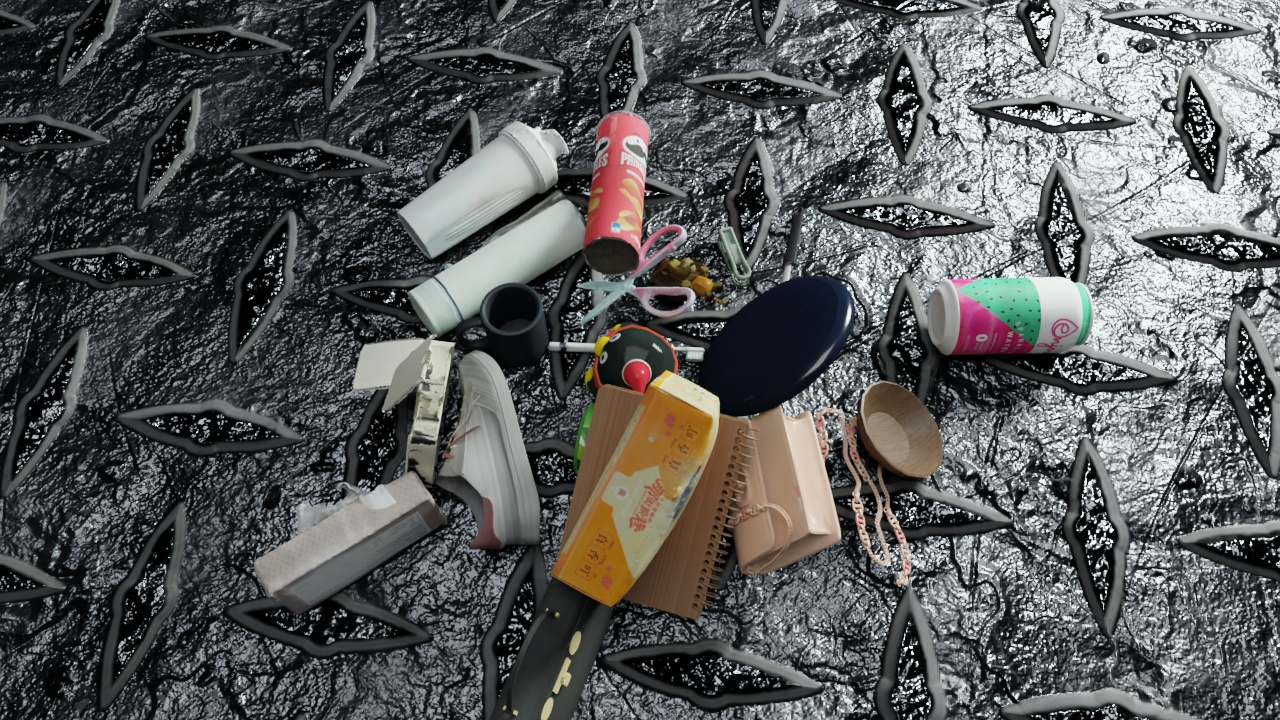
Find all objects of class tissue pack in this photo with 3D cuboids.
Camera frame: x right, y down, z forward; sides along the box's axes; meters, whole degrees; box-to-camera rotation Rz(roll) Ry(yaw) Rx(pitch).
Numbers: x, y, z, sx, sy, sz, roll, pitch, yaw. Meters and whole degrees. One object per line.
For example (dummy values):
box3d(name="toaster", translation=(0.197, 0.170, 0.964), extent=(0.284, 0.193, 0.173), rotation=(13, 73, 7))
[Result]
box3d(name="tissue pack", translation=(-0.300, 0.179, 0.948), extent=(0.181, 0.104, 0.071), rotation=(-29, 63, -12))

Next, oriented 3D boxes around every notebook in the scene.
box3d(name="notebook", translation=(0.016, 0.146, 0.944), extent=(0.169, 0.022, 0.210), rotation=(14, 96, 6))

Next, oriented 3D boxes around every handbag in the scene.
box3d(name="handbag", translation=(-0.094, 0.279, 0.838), extent=(0.072, 0.196, 0.175), rotation=(19, 64, 10))
box3d(name="handbag", translation=(0.181, 0.159, 0.988), extent=(0.187, 0.117, 0.198), rotation=(16, 51, -33))

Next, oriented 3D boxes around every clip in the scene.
box3d(name="clip", translation=(0.117, -0.128, 1.146), extent=(0.023, 0.047, 0.076), rotation=(-17, 67, -6))

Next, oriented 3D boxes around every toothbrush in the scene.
box3d(name="toothbrush", translation=(-0.172, -0.161, 1.172), extent=(0.185, 0.022, 0.024), rotation=(-37, 65, -16))
box3d(name="toothbrush", translation=(-0.017, -0.011, 1.095), extent=(0.187, 0.012, 0.017), rotation=(2, 66, 2))

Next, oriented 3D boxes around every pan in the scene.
box3d(name="pan", translation=(0.164, -0.076, 1.071), extent=(0.199, 0.021, 0.355), rotation=(-23, 33, 36))

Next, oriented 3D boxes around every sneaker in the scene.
box3d(name="sneaker", translation=(-0.180, 0.097, 0.993), extent=(0.089, 0.099, 0.236), rotation=(-11, 63, -21))

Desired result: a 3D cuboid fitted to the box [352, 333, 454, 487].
box3d(name="box", translation=(-0.252, 0.023, 0.960), extent=(0.101, 0.195, 0.143), rotation=(8, 49, -11))

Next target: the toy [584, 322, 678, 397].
box3d(name="toy", translation=(-0.006, 0.006, 1.026), extent=(0.100, 0.119, 0.097), rotation=(29, 81, 3))

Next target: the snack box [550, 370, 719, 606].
box3d(name="snack box", translation=(0.007, 0.117, 0.858), extent=(0.080, 0.145, 0.195), rotation=(28, 97, 5))

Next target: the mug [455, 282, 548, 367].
box3d(name="mug", translation=(-0.163, -0.038, 1.074), extent=(0.105, 0.077, 0.071), rotation=(-12, 63, -6))

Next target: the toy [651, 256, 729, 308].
box3d(name="toy", translation=(0.063, -0.093, 1.107), extent=(0.100, 0.063, 0.076), rotation=(28, 47, 24))

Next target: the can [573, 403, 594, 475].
box3d(name="can", translation=(0.006, 0.099, 0.996), extent=(0.144, 0.083, 0.082), rotation=(10, 63, 6))

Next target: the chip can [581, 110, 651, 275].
box3d(name="chip can", translation=(-0.029, -0.210, 1.143), extent=(0.073, 0.073, 0.232), rotation=(3, 52, 2))

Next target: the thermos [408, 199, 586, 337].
box3d(name="thermos", translation=(-0.170, -0.114, 1.121), extent=(0.229, 0.068, 0.068), rotation=(-34, 67, -17))

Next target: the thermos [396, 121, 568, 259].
box3d(name="thermos", translation=(-0.200, -0.221, 1.167), extent=(0.220, 0.099, 0.099), rotation=(-37, 68, -13))

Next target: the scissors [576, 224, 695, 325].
box3d(name="scissors", translation=(-0.001, -0.084, 1.093), extent=(0.172, 0.014, 0.158), rotation=(-38, 53, 7))

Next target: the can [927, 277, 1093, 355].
box3d(name="can", translation=(0.426, -0.052, 1.067), extent=(0.166, 0.088, 0.088), rotation=(-1, 62, 0))

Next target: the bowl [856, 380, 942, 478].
box3d(name="bowl", translation=(0.280, 0.081, 1.015), extent=(0.117, 0.030, 0.117), rotation=(17, 53, -24))
